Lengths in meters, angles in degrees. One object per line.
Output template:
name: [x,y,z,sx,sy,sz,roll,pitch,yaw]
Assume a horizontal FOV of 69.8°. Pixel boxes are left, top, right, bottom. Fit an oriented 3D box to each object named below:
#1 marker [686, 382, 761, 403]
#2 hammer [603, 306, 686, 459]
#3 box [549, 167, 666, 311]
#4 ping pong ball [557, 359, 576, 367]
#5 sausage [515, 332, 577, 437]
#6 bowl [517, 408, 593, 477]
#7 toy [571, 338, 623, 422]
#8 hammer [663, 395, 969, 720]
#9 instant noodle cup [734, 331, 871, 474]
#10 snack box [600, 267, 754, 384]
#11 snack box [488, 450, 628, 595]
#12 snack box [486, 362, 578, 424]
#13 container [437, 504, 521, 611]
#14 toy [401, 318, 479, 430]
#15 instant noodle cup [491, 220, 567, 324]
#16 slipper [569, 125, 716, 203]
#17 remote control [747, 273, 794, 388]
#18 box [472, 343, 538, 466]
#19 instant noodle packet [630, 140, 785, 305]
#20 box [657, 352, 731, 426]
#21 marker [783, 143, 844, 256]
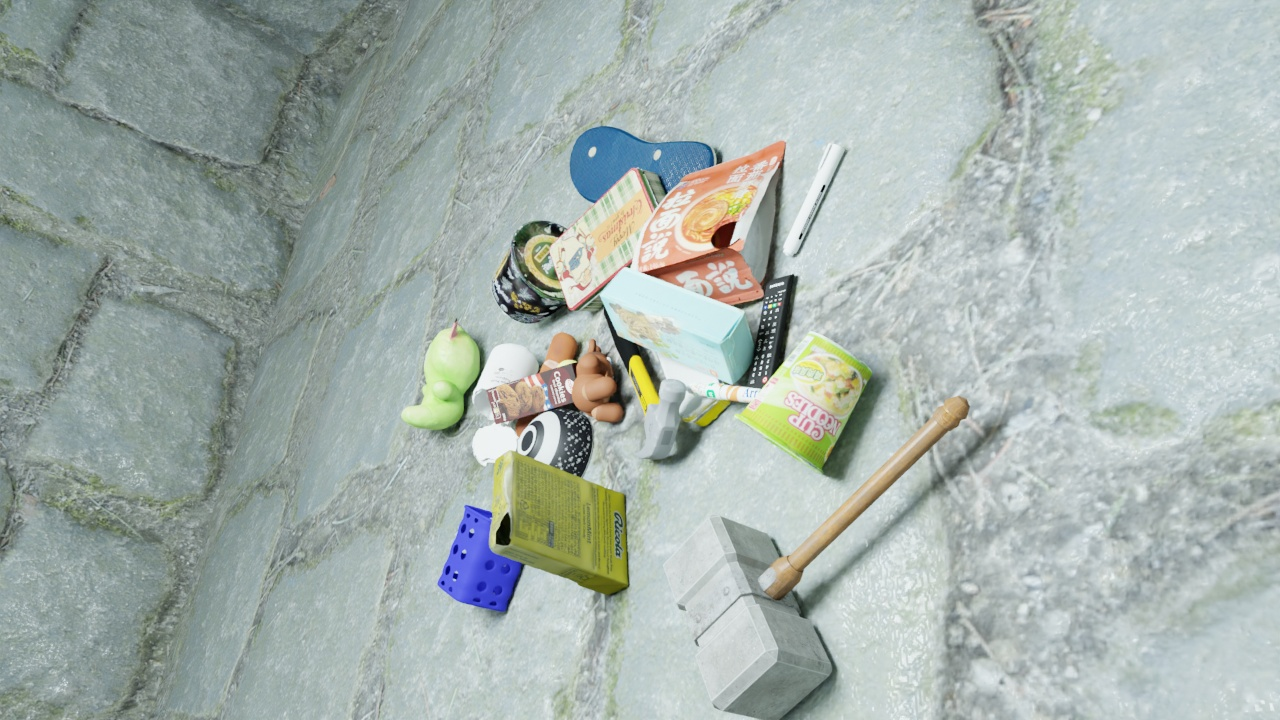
marker: [0.109,0.036,0.958,0.146,0.017,0.017,6,73,41]
hammer: [-0.007,0.007,1.139,0.323,0.029,0.127,-114,31,-57]
box: [-0.040,-0.163,1.268,0.206,0.050,0.117,-34,70,37]
ping pong ball: [-0.099,0.019,1.277,0.040,0.040,0.040,-34,44,39]
sausage: [-0.134,0.038,1.311,0.039,0.044,0.164,22,87,23]
bowl: [-0.125,0.117,1.225,0.120,0.066,0.120,-34,44,39]
toy: [-0.055,0.023,1.199,0.127,0.065,0.095,-89,-4,-56]
hammer: [0.162,0.145,0.782,0.318,0.083,0.162,-50,35,22]
instant noodle cup: [0.158,0.036,0.859,0.108,0.099,0.099,-56,33,0]
snack box: [0.041,-0.040,1.019,0.175,0.075,0.053,25,65,33]
snack box: [-0.092,0.182,1.029,0.045,0.180,0.121,-33,45,33]
snack box: [-0.140,0.045,1.256,0.141,0.031,0.051,-17,87,25]
container: [-0.208,0.265,1.230,0.085,0.084,0.113,11,80,56]
toy: [-0.328,0.030,1.551,0.196,0.107,0.150,-62,8,-12]
instant noodle cup: [-0.155,-0.125,1.382,0.113,0.137,0.137,-38,41,48]
slipper: [0.004,-0.267,1.308,0.295,0.060,0.118,17,89,44]
remote control: [0.142,-0.027,0.987,0.033,0.015,0.146,-12,60,52]
box: [-0.203,0.066,1.361,0.126,0.084,0.155,98,-173,-47]
instant noodle packet: [0.088,-0.167,1.107,0.165,0.084,0.220,-12,45,40]
box: [0.053,-0.010,1.084,0.065,0.037,0.209,-45,37,23]
marker: [0.189,-0.177,1.015,0.133,0.020,0.017,-65,23,0]
